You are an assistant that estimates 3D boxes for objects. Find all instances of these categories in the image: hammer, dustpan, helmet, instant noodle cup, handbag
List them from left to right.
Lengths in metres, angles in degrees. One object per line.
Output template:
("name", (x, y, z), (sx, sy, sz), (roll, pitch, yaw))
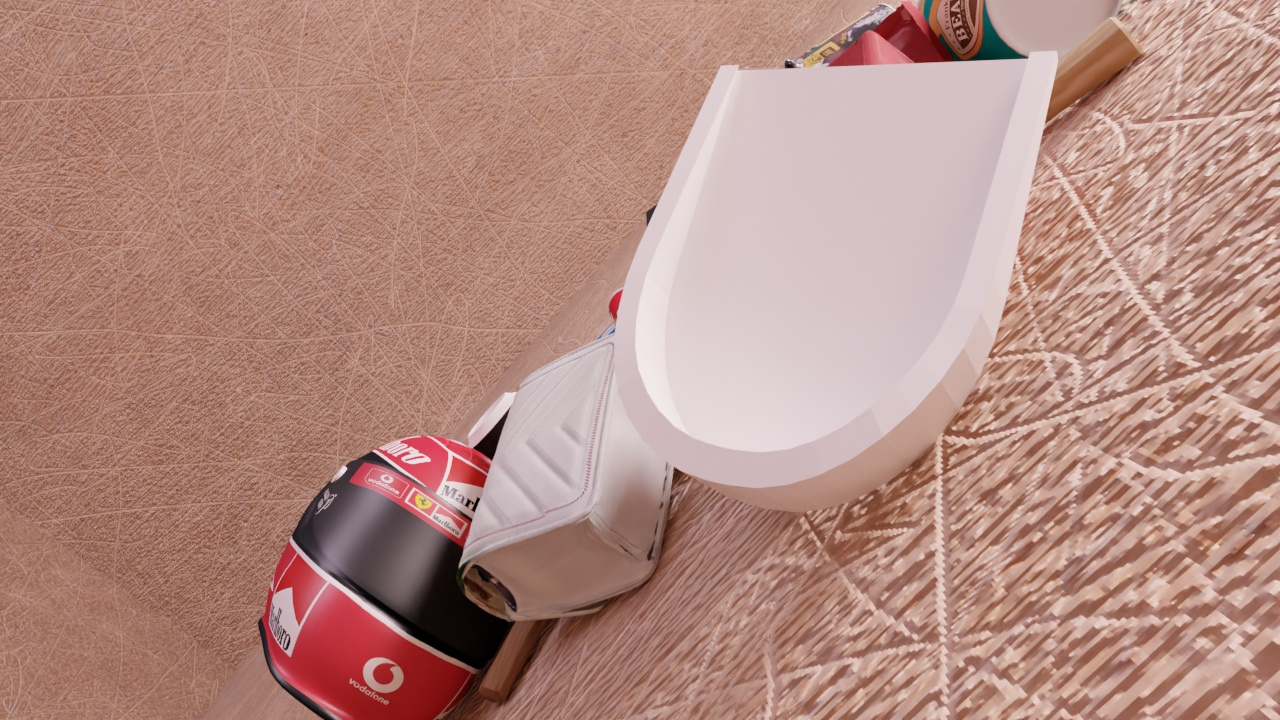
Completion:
("helmet", (-0.196, 0.176, 0.786), (0.224, 0.197, 0.271), (-56, 16, -16))
("handbag", (-0.051, 0.087, 0.687), (0.142, 0.096, 0.198), (-25, 34, 28))
("hammer", (-0.046, 0.132, 0.765), (0.098, 0.052, 0.327), (-38, 18, 47))
("dustpan", (0.084, -0.055, 0.472), (0.192, 0.053, 0.257), (9, 75, 32))
("instant noodle cup", (0.233, -0.287, 0.940), (0.112, 0.137, 0.137), (-38, 12, 10))
("hammer", (0.197, -0.115, 0.654), (0.324, 0.051, 0.117), (-40, 15, 31))

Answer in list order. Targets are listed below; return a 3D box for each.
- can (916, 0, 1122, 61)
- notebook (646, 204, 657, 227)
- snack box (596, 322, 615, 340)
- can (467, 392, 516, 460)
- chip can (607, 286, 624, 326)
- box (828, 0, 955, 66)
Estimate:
("can", (0.286, -0.275, 0.711), (0.099, 0.099, 0.144), (-47, 10, 6))
("notebook", (0.084, -0.171, 1.117), (0.207, 0.016, 0.148), (-30, 50, 39))
("snack box", (-0.072, 0.051, 1.142), (0.196, 0.056, 0.238), (-46, 11, 13))
("can", (-0.098, 0.093, 0.877), (0.072, 0.128, 0.072), (-47, 10, 10))
("chip can", (0.001, -0.031, 1.045), (0.052, 0.052, 0.214), (-47, 20, 9))
("box", (0.169, -0.173, 0.723), (0.158, 0.147, 0.155), (-41, -6, 39))
